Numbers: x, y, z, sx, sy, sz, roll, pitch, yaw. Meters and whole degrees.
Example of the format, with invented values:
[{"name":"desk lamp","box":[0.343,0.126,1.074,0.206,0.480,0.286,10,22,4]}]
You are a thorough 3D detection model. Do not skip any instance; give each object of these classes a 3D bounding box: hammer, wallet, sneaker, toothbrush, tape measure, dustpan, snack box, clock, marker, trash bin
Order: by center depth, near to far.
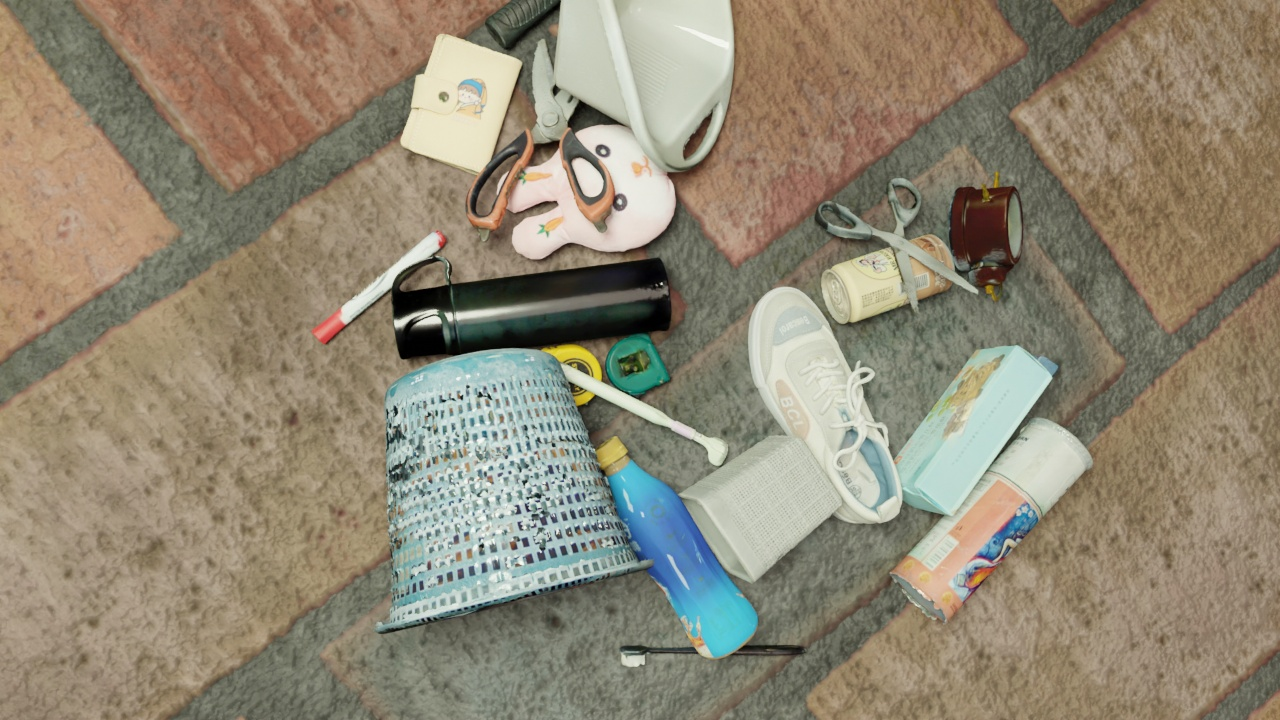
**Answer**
[{"name":"trash bin","box":[-0.119,0.102,0.759,0.226,0.227,0.195,-11,77,-10]},{"name":"dustpan","box":[0.031,-0.301,0.779,0.142,0.258,0.222,29,52,5]},{"name":"marker","box":[-0.235,-0.067,0.831,0.145,0.017,0.017,-42,95,-8]},{"name":"wallet","box":[-0.167,-0.237,0.846,0.087,0.024,0.115,17,86,-7]},{"name":"toothbrush","box":[0.000,0.047,0.847,0.189,0.020,0.029,28,52,-17]},{"name":"tape measure","box":[-0.066,0.013,0.849,0.057,0.029,0.060,-9,104,-13]},{"name":"sneaker","box":[0.174,0.044,0.857,0.089,0.091,0.242,-25,91,-11]},{"name":"tape measure","box":[-0.005,0.005,0.862,0.054,0.025,0.058,-27,92,-10]},{"name":"toothbrush","box":[0.070,0.278,0.869,0.181,0.015,0.018,1,94,-9]},{"name":"hammer","box":[-0.027,-0.402,0.870,0.300,0.033,0.129,-43,94,-9]},{"name":"snack box","box":[0.313,0.066,0.887,0.051,0.074,0.174,40,82,-6]},{"name":"clock","box":[0.338,-0.117,0.893,0.081,0.055,0.122,-36,119,-51]}]

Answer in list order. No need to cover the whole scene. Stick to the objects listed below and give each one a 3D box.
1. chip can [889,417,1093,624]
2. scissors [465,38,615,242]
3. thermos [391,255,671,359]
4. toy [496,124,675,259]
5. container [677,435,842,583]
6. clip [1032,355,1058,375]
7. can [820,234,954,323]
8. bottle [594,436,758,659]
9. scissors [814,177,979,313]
[{"name":"chip can","box":[0.338,0.154,0.889,0.214,0.071,0.071,-44,95,-8]},{"name":"scissors","box":[-0.084,-0.196,0.828,0.189,0.015,0.227,-28,68,-3]},{"name":"thermos","box":[-0.098,-0.057,0.825,0.242,0.068,0.090,-7,95,-10]},{"name":"toy","box":[-0.049,-0.151,0.848,0.159,0.054,0.121,-20,83,-3]},{"name":"container","box":[0.112,0.131,0.845,0.114,0.090,0.090,-34,94,-12]},{"name":"clip","box":[0.396,0.023,0.930,0.027,0.043,0.058,36,90,-9]},{"name":"can","box":[0.239,-0.079,0.888,0.116,0.058,0.058,-19,91,-9]},{"name":"bottle","box":[0.026,0.167,0.840,0.065,0.065,0.218,-33,94,-9]},{"name":"scissors","box":[0.245,-0.114,0.872,0.181,0.014,0.159,24,59,20]}]
